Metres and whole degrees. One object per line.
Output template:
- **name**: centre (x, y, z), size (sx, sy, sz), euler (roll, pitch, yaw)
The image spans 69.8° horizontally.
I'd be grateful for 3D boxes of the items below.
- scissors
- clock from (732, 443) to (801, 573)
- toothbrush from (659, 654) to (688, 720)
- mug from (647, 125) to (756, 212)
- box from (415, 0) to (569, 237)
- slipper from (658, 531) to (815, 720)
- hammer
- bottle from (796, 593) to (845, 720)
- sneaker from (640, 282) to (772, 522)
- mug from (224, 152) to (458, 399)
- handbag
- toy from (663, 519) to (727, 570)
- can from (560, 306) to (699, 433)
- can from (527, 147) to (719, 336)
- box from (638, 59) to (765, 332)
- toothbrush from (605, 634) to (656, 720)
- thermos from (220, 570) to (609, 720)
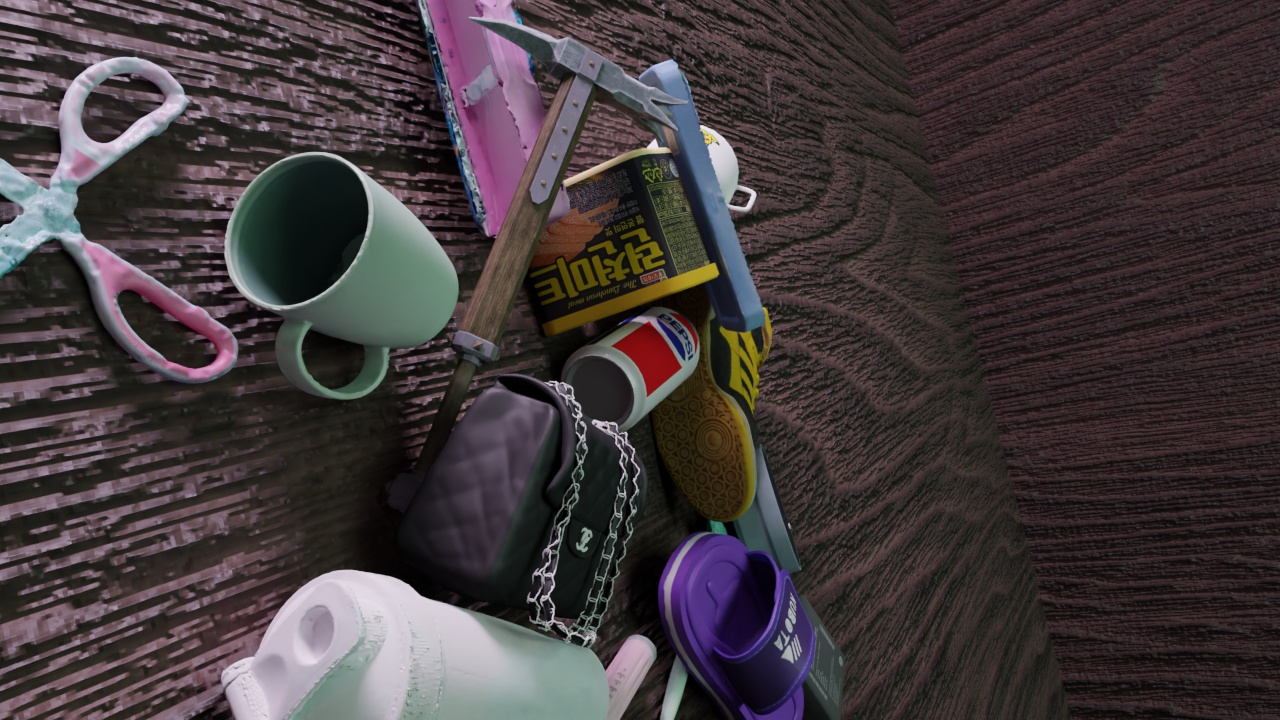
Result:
- **scissors**: centre (-0.239, -0.067, 0.404), size (0.170, 0.013, 0.176), euler (45, 43, -39)
- **clock**: centre (0.113, 0.140, 0.876), size (0.159, 0.045, 0.122), euler (-72, 143, -78)
- **toothbrush**: centre (0.019, 0.275, 0.707), size (0.022, 0.015, 0.154), euler (63, 30, -25)
- **mug**: centre (0.052, -0.166, 0.866), size (0.067, 0.115, 0.094), euler (-60, 166, -50)
- **box**: centre (-0.121, -0.195, 0.616), size (0.070, 0.085, 0.230), euler (-17, 93, -34)
- **slipper**: centre (0.109, 0.246, 0.759), size (0.107, 0.084, 0.267), euler (-55, 134, -38)
- **hammer**: centre (-0.086, -0.058, 0.556), size (0.147, 0.028, 0.316), euler (25, 73, -19)
- **bottle**: centre (0.147, 0.280, 0.901), size (0.174, 0.046, 0.083), euler (57, 33, -30)
- **sneaker**: centre (0.072, 0.026, 0.839), size (0.122, 0.086, 0.238), euler (10, 68, -57)
- **mug**: centre (-0.151, -0.035, 0.479), size (0.104, 0.084, 0.111), euler (41, 58, -66)
- **handbag**: centre (-0.042, 0.086, 0.526), size (0.125, 0.115, 0.153), euler (-67, 151, -11)
- **toy**: centre (0.055, 0.186, 0.789), size (0.105, 0.033, 0.085), euler (-46, 121, -53)
- **can**: centre (-0.004, 0.004, 0.730), size (0.131, 0.070, 0.070), euler (-37, 109, -60)
- **can**: centre (-0.023, -0.087, 0.678), size (0.072, 0.131, 0.101), euler (-27, 99, -61)
- **box**: centre (0.046, -0.124, 0.714), size (0.124, 0.043, 0.209), euler (-73, 144, -76)
- **toothbrush**: centre (-0.041, 0.255, 0.593), size (0.222, 0.027, 0.027), euler (-43, 144, -59)
- **thermos**: centre (-0.100, 0.169, 0.465), size (0.220, 0.099, 0.099), euler (38, 46, -54)
